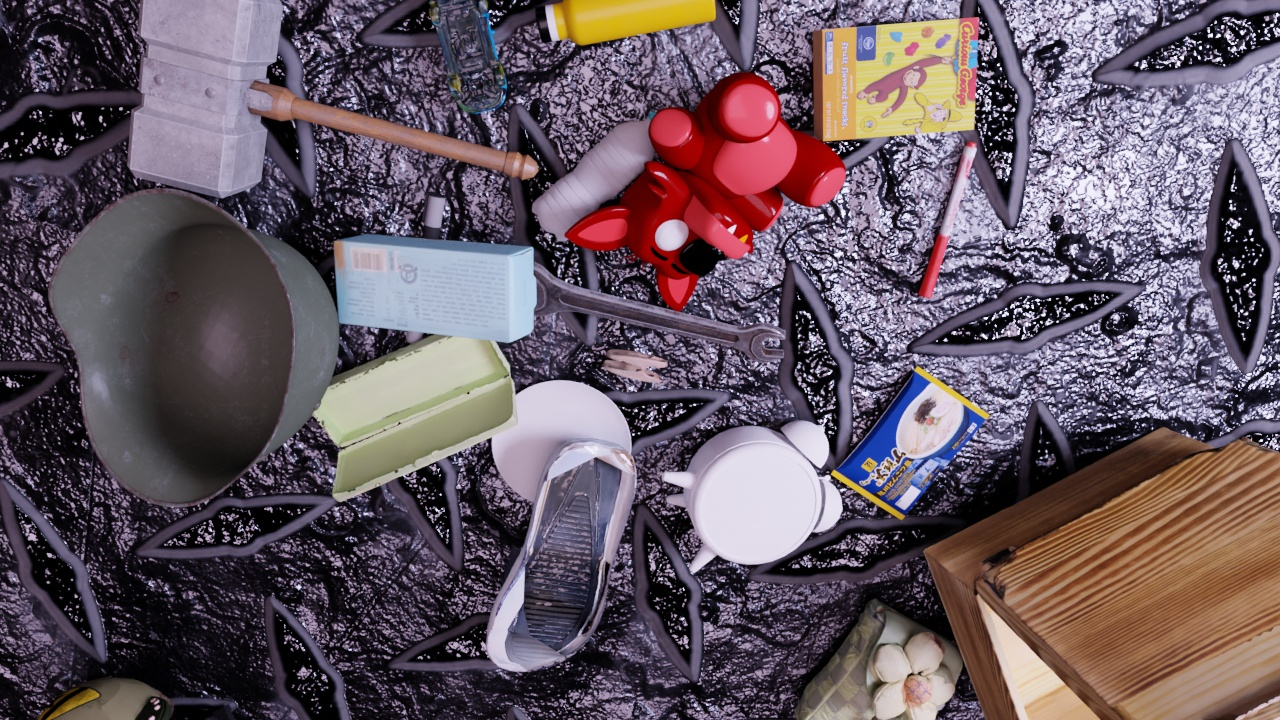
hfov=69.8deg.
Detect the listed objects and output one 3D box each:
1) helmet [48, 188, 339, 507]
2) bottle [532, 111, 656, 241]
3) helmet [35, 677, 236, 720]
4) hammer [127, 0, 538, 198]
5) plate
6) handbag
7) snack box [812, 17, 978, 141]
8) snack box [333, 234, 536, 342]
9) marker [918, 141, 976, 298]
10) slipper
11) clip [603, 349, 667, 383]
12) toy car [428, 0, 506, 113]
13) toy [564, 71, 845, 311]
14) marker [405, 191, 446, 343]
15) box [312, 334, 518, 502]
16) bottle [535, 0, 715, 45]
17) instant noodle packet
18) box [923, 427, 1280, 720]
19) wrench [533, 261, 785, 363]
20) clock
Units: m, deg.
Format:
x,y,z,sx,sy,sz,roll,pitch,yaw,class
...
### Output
x,y,z,sx,sy,sz,roll,pitch,yaw,class
-0.355,-0.007,0.781,0.227,0.153,0.268,35,104,8,helmet
-0.033,-0.162,0.793,0.136,0.044,0.044,-40,105,12,bottle
-0.494,0.414,0.863,0.233,0.255,0.250,-20,106,3,helmet
-0.241,-0.197,0.759,0.317,0.082,0.163,14,108,-5,hammer
-0.077,0.081,0.893,0.134,0.011,0.135,0,109,0,plate
0.244,0.341,0.929,0.113,0.116,0.187,30,104,-11,handbag
0.212,-0.236,0.772,0.126,0.040,0.088,-4,109,1,snack box
-0.179,-0.065,0.795,0.175,0.053,0.075,6,106,18,snack box
0.277,-0.125,0.826,0.013,0.012,0.142,11,108,-4,marker
-0.078,0.189,0.901,0.111,0.063,0.264,12,111,-16,slipper
-0.004,0.002,0.860,0.049,0.025,0.061,-41,106,11,clip
-0.142,-0.261,0.765,0.048,0.032,0.105,-13,103,4,toy car
0.056,-0.136,0.766,0.197,0.120,0.158,-45,137,16,toy
-0.196,-0.082,0.834,0.016,0.016,0.141,12,108,-5,marker
-0.212,0.039,0.837,0.188,0.098,0.082,-24,123,5,box
-0.013,-0.287,0.751,0.144,0.043,0.043,-10,109,3,bottle
0.260,0.082,0.889,0.087,0.026,0.134,33,105,-8,instant noodle packet
0.454,0.227,0.759,0.279,0.336,0.286,-26,105,-4,box
0.004,-0.041,0.836,0.273,0.010,0.070,13,145,-6,wrench
0.108,0.125,0.886,0.161,0.073,0.125,-17,108,-2,clock
